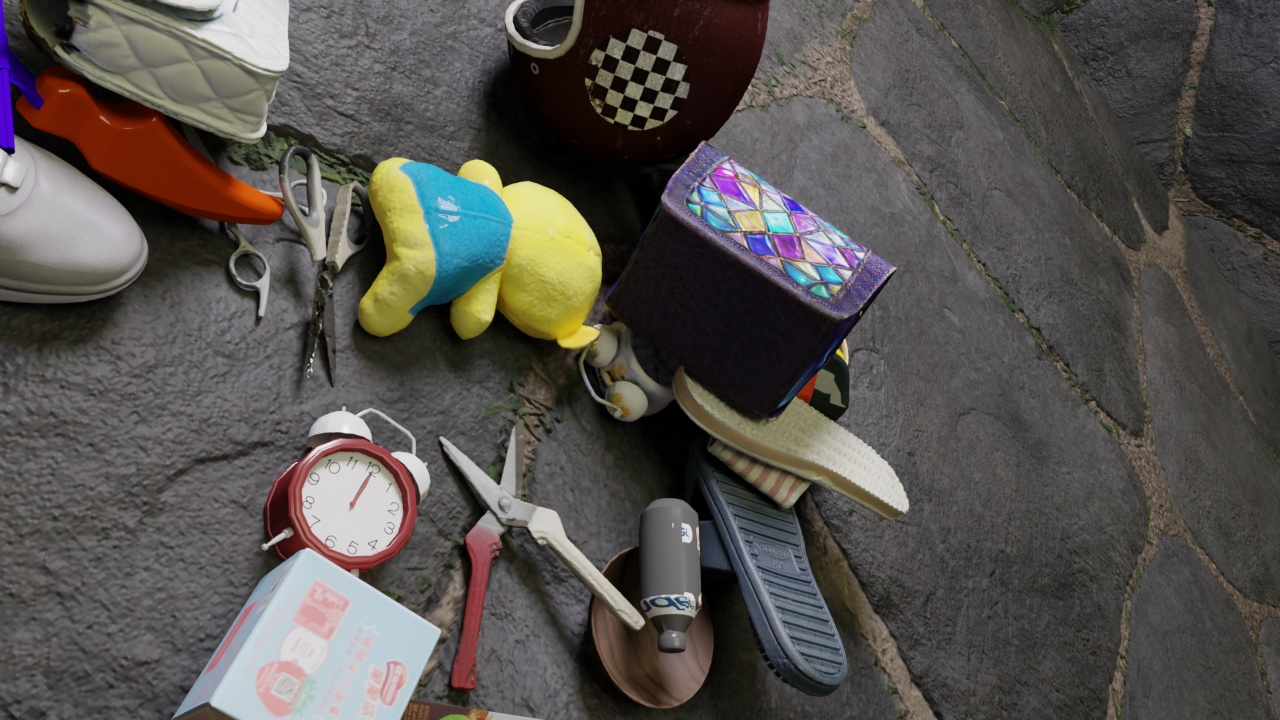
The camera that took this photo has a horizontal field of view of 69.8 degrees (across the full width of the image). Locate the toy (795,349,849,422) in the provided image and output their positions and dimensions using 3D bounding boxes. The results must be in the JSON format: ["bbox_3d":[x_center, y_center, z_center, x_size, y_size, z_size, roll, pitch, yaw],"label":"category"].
[{"bbox_3d":[0.142,0.021,0.890,0.119,0.099,0.097,18,99,-8],"label":"toy"}]

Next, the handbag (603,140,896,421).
[{"bbox_3d":[0.099,-0.077,0.792,0.205,0.126,0.221,35,34,5],"label":"handbag"}]

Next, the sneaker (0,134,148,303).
[{"bbox_3d":[-0.373,-0.117,0.457,0.263,0.129,0.096,28,54,-35],"label":"sneaker"}]

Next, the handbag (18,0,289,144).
[{"bbox_3d":[-0.292,-0.225,0.579,0.138,0.073,0.194,21,27,-34],"label":"handbag"}]

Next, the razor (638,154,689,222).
[{"bbox_3d":[0.040,-0.146,0.904,0.052,0.064,0.140,-6,72,-43],"label":"razor"}]

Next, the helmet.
[{"bbox_3d":[-0.006,-0.298,0.804,0.234,0.254,0.232,23,37,-5],"label":"helmet"}]

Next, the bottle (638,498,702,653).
[{"bbox_3d":[0.022,0.160,0.683,0.047,0.047,0.112,20,55,-34],"label":"bottle"}]

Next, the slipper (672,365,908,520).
[{"bbox_3d":[0.130,0.079,0.803,0.262,0.052,0.114,27,31,-25],"label":"slipper"}]

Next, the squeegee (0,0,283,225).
[{"bbox_3d":[-0.302,-0.129,0.554,0.184,0.055,0.249,28,16,-47],"label":"squeegee"}]

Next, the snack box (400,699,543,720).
[{"bbox_3d":[-0.087,0.278,0.576,0.186,0.032,0.100,24,53,-32],"label":"snack box"}]

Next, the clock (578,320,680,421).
[{"bbox_3d":[-0.005,0.005,0.792,0.125,0.052,0.089,-21,84,-44],"label":"clock"}]

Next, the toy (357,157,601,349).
[{"bbox_3d":[-0.109,-0.083,0.717,0.213,0.084,0.148,9,70,-41],"label":"toy"}]

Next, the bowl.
[{"bbox_3d":[0.001,0.204,0.698,0.119,0.032,0.119,21,55,-34],"label":"bowl"}]

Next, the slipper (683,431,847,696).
[{"bbox_3d":[0.081,0.165,0.750,0.101,0.083,0.263,26,28,-31],"label":"slipper"}]

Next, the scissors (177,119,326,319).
[{"bbox_3d":[-0.284,-0.107,0.619,0.141,0.014,0.164,7,67,-33],"label":"scissors"}]

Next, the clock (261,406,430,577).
[{"bbox_3d":[-0.184,0.086,0.583,0.087,0.044,0.124,39,48,-20],"label":"clock"}]

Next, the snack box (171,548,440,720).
[{"bbox_3d":[-0.183,0.175,0.509,0.094,0.080,0.092,38,47,-19],"label":"snack box"}]

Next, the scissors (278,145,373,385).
[{"bbox_3d":[-0.216,-0.070,0.645,0.153,0.013,0.163,-57,134,-64],"label":"scissors"}]

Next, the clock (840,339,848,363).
[{"bbox_3d":[0.171,-0.026,0.979,0.129,0.044,0.099,8,62,-32],"label":"clock"}]

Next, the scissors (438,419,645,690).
[{"bbox_3d":[-0.076,0.140,0.650,0.179,0.015,0.199,19,60,-10],"label":"scissors"}]
